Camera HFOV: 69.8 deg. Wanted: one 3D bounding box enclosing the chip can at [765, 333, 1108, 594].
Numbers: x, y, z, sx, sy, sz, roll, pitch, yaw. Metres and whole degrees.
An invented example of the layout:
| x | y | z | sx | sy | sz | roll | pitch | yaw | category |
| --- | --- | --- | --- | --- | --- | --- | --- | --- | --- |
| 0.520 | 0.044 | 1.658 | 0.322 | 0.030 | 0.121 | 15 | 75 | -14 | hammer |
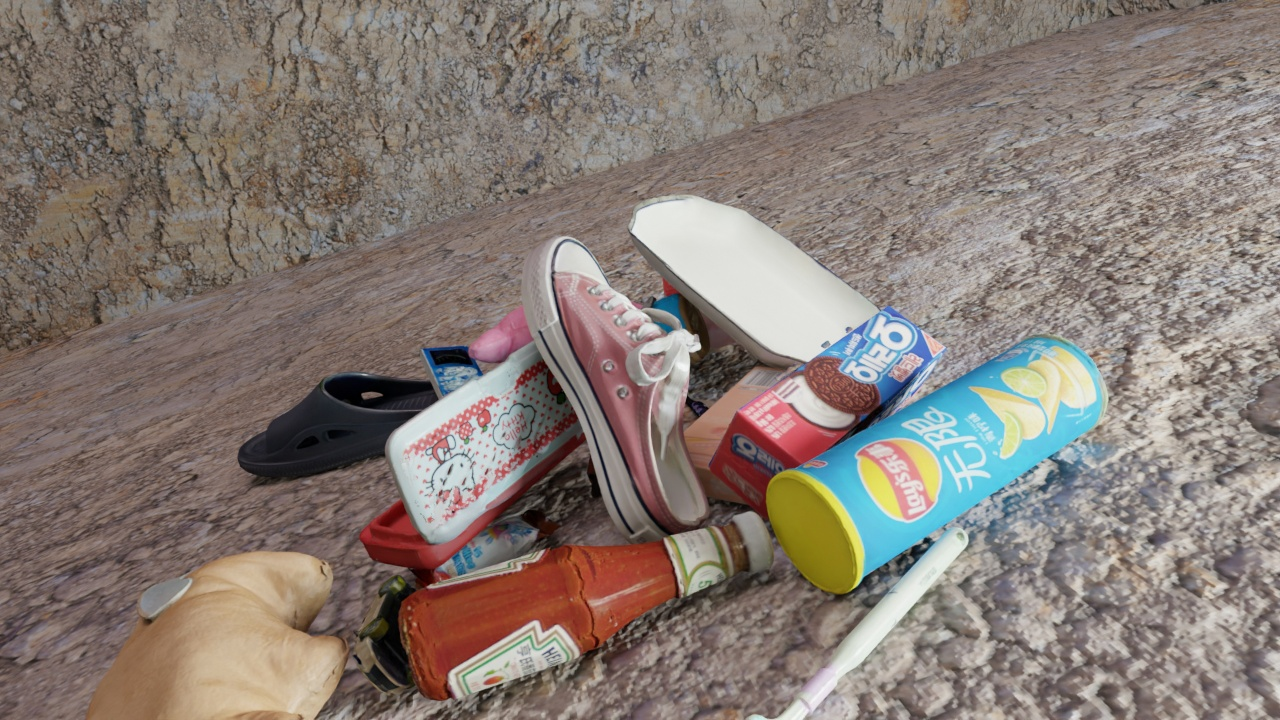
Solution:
| x | y | z | sx | sy | sz | roll | pitch | yaw | category |
| --- | --- | --- | --- | --- | --- | --- | --- | --- | --- |
| 0.176 | 0.054 | 0.532 | 0.209 | 0.071 | 0.071 | -24 | 20 | -25 | chip can |

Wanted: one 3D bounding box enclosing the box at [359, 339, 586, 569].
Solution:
| x | y | z | sx | sy | sz | roll | pitch | yaw | category |
| --- | --- | --- | --- | --- | --- | --- | --- | --- | --- |
| -0.113 | 0.051 | 0.647 | 0.095 | 0.100 | 0.200 | -2 | 23 | 36 | box |

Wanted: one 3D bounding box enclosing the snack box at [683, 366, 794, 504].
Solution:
| x | y | z | sx | sy | sz | roll | pitch | yaw | category |
| --- | --- | --- | --- | --- | --- | --- | --- | --- | --- |
| 0.088 | 0.051 | 0.672 | 0.085 | 0.026 | 0.156 | 7 | 29 | 35 | snack box |

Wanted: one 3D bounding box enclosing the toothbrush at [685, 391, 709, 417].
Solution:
| x | y | z | sx | sy | sz | roll | pitch | yaw | category |
| --- | --- | --- | --- | --- | --- | --- | --- | --- | --- |
| 0.053 | 0.043 | 0.757 | 0.014 | 0.017 | 0.189 | -18 | 20 | -10 | toothbrush |

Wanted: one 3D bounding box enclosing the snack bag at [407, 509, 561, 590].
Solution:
| x | y | z | sx | sy | sz | roll | pitch | yaw | category |
| --- | --- | --- | --- | --- | --- | --- | --- | --- | --- |
| -0.107 | 0.130 | 0.620 | 0.105 | 0.026 | 0.045 | -24 | 18 | -25 | snack bag |

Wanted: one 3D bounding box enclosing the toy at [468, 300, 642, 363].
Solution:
| x | y | z | sx | sy | sz | roll | pitch | yaw | category |
| --- | --- | --- | --- | --- | --- | --- | --- | --- | --- |
| -0.078 | -0.030 | 0.937 | 0.178 | 0.074 | 0.194 | -19 | -9 | 4 | toy |

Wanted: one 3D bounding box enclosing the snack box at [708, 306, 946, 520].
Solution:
| x | y | z | sx | sy | sz | roll | pitch | yaw | category |
| --- | --- | --- | --- | --- | --- | --- | --- | --- | --- |
| 0.132 | 0.028 | 0.621 | 0.058 | 0.057 | 0.206 | 40 | 42 | 21 | snack box |

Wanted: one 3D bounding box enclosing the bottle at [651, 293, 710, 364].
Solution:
| x | y | z | sx | sy | sz | roll | pitch | yaw | category |
| --- | --- | --- | --- | --- | --- | --- | --- | --- | --- |
| -0.045 | 0.004 | 0.854 | 0.219 | 0.065 | 0.065 | -21 | 16 | 19 | bottle |

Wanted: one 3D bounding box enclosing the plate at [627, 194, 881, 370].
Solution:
| x | y | z | sx | sy | sz | roll | pitch | yaw | category |
| --- | --- | --- | --- | --- | --- | --- | --- | --- | --- |
| 0.098 | -0.066 | 0.819 | 0.161 | 0.034 | 0.266 | -19 | 50 | -40 | plate |

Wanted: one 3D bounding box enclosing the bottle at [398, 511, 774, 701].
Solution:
| x | y | z | sx | sy | sz | roll | pitch | yaw | category |
| --- | --- | --- | --- | --- | --- | --- | --- | --- | --- |
| -0.026 | 0.129 | 0.509 | 0.206 | 0.060 | 0.060 | -15 | 18 | -11 | bottle |

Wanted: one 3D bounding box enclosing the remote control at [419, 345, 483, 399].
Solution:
| x | y | z | sx | sy | sz | roll | pitch | yaw | category |
| --- | --- | --- | --- | --- | --- | --- | --- | --- | --- |
| -0.180 | 0.017 | 0.894 | 0.049 | 0.024 | 0.125 | -3 | 26 | -23 | remote control |

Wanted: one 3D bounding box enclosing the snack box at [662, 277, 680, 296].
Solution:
| x | y | z | sx | sy | sz | roll | pitch | yaw | category |
| --- | --- | --- | --- | --- | --- | --- | --- | --- | --- |
| 0.075 | -0.078 | 0.974 | 0.075 | 0.025 | 0.152 | -11 | -7 | 13 | snack box |

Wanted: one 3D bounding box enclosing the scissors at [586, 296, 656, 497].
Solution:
| x | y | z | sx | sy | sz | roll | pitch | yaw | category |
| --- | --- | --- | --- | --- | --- | --- | --- | --- | --- |
| -0.044 | 0.030 | 0.764 | 0.224 | 0.015 | 0.189 | -48 | 38 | -13 | scissors |

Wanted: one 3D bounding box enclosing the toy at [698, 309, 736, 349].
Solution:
| x | y | z | sx | sy | sz | roll | pitch | yaw | category |
| --- | --- | --- | --- | --- | --- | --- | --- | --- | --- |
| 0.078 | -0.042 | 0.915 | 0.159 | 0.054 | 0.121 | -16 | 11 | 2 | toy |

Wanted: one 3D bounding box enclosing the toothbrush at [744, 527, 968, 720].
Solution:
| x | y | z | sx | sy | sz | roll | pitch | yaw | category |
| --- | --- | --- | --- | --- | --- | --- | --- | --- | --- |
| 0.113 | 0.132 | 0.445 | 0.189 | 0.029 | 0.020 | -29 | -18 | -39 | toothbrush |

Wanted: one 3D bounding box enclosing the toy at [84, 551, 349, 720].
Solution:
| x | y | z | sx | sy | sz | roll | pitch | yaw | category |
| --- | --- | --- | --- | --- | --- | --- | --- | --- | --- |
| -0.226 | 0.180 | 0.489 | 0.143 | 0.082 | 0.226 | -35 | 25 | -12 | toy |

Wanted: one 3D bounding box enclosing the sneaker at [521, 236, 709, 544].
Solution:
| x | y | z | sx | sy | sz | roll | pitch | yaw | category |
| --- | --- | --- | --- | --- | --- | --- | --- | --- | --- |
| -0.004 | 0.004 | 0.608 | 0.088 | 0.240 | 0.118 | -38 | -31 | 26 | sneaker |

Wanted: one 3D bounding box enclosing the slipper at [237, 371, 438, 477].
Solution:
| x | y | z | sx | sy | sz | roll | pitch | yaw | category |
| --- | --- | --- | --- | --- | --- | --- | --- | --- | --- |
| -0.277 | 0.045 | 0.922 | 0.268 | 0.083 | 0.110 | -11 | 19 | 6 | slipper |

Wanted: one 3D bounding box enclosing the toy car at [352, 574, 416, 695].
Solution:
| x | y | z | sx | sy | sz | roll | pitch | yaw | category |
| --- | --- | --- | --- | --- | --- | --- | --- | --- | --- |
| -0.145 | 0.162 | 0.536 | 0.035 | 0.042 | 0.090 | -38 | 13 | 3 | toy car |
